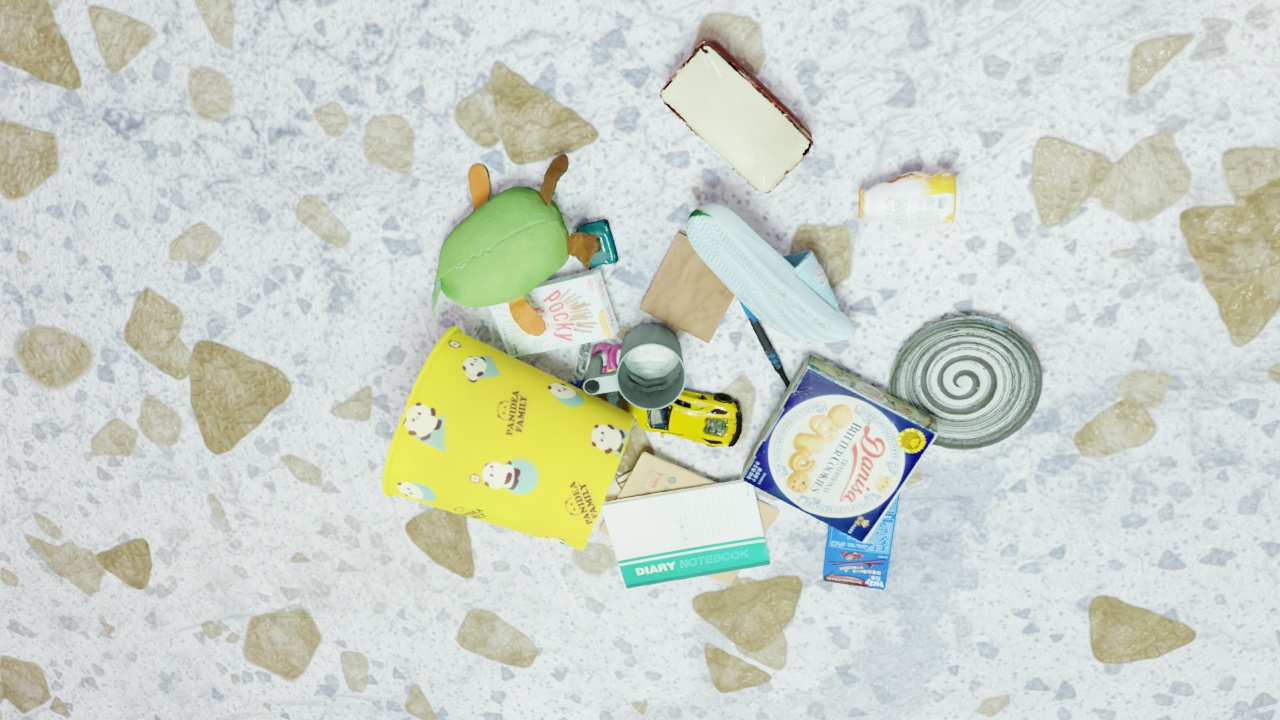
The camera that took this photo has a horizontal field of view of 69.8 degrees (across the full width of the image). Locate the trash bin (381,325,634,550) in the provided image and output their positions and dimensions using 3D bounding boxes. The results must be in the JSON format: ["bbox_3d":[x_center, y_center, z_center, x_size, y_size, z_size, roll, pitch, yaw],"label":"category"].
[{"bbox_3d":[-0.157,0.108,1.157,0.255,0.229,0.230,21,116,-1],"label":"trash bin"}]

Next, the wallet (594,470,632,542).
[{"bbox_3d":[-0.020,0.199,1.278,0.115,0.024,0.087,-29,104,22],"label":"wallet"}]

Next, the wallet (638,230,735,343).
[{"bbox_3d":[0.066,-0.090,1.136,0.101,0.020,0.115,26,113,-3],"label":"wallet"}]

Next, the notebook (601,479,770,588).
[{"bbox_3d":[0.063,0.239,1.262,0.209,0.012,0.150,-11,117,8],"label":"notebook"}]

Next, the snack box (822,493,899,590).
[{"bbox_3d":[0.294,0.231,1.227,0.084,0.026,0.157,6,114,10],"label":"snack box"}]

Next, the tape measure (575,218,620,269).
[{"bbox_3d":[-0.058,-0.142,1.133,0.054,0.025,0.058,-10,110,14],"label":"tape measure"}]

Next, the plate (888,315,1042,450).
[{"bbox_3d":[0.394,0.026,1.119,0.179,0.024,0.180,5,116,10],"label":"plate"}]

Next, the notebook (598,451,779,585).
[{"bbox_3d":[0.065,0.221,1.263,0.207,0.008,0.148,24,116,-9],"label":"notebook"}]

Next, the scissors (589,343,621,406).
[{"bbox_3d":[-0.036,0.040,1.213,0.057,0.017,0.133,-1,112,4],"label":"scissors"}]

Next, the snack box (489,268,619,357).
[{"bbox_3d":[-0.112,-0.058,1.169,0.157,0.026,0.085,-11,108,25],"label":"snack box"}]

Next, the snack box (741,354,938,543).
[{"bbox_3d":[0.247,0.112,1.150,0.182,0.045,0.178,27,114,3],"label":"snack box"}]

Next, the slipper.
[{"bbox_3d":[0.155,-0.104,1.072,0.245,0.074,0.104,40,157,-21],"label":"slipper"}]

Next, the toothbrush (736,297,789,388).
[{"bbox_3d":[0.162,-0.011,1.147,0.014,0.016,0.189,-24,111,15],"label":"toothbrush"}]

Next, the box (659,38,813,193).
[{"bbox_3d":[0.105,-0.268,1.017,0.168,0.076,0.091,41,114,-8],"label":"box"}]

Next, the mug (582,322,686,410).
[{"bbox_3d":[-0.007,0.007,1.135,0.124,0.103,0.084,-8,109,4],"label":"mug"}]

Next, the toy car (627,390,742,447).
[{"bbox_3d":[0.057,0.072,1.197,0.156,0.041,0.071,13,115,7],"label":"toy car"}]

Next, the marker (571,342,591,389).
[{"bbox_3d":[-0.074,-0.011,1.199,0.017,0.016,0.146,16,116,4],"label":"marker"}]

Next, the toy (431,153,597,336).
[{"bbox_3d":[-0.159,-0.139,1.118,0.247,0.089,0.227,-24,81,27],"label":"toy"}]

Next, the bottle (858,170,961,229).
[{"bbox_3d":[0.300,-0.178,1.024,0.108,0.063,0.063,-1,113,11],"label":"bottle"}]
